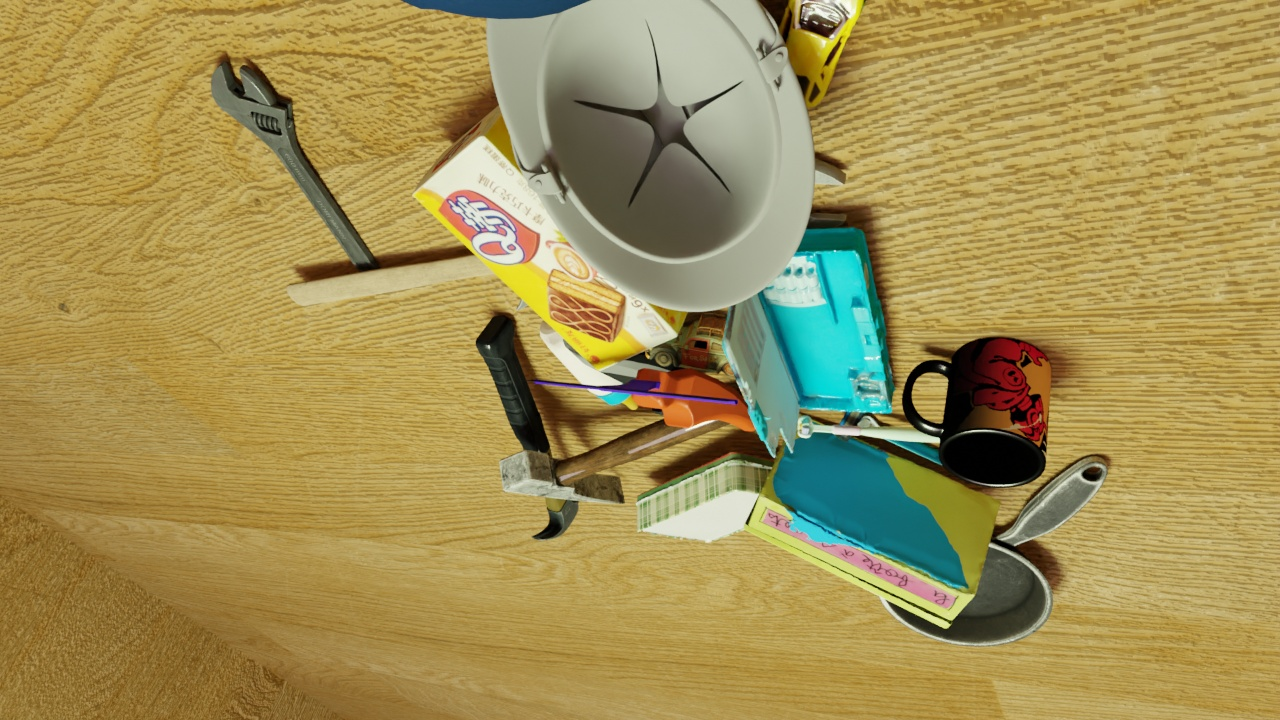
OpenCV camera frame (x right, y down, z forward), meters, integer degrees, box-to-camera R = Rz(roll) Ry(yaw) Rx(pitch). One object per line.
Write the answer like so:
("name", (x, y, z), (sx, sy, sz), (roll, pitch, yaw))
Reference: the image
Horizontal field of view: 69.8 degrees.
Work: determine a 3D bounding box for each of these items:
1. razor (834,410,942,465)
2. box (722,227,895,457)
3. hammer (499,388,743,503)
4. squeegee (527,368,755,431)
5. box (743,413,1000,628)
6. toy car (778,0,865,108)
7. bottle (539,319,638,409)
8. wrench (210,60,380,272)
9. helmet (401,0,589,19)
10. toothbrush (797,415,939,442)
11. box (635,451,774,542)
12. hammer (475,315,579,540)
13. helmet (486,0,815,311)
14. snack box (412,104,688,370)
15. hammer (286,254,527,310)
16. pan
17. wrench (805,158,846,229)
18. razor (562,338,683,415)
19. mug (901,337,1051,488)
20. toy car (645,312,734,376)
("razor", (0.263, 0.082, 0.911), (0.144, 0.022, 0.042), (23, 109, -8))
("box", (0.146, 0.008, 0.769), (0.098, 0.121, 0.227), (3, 146, 25))
("hammer", (0.025, 0.095, 1.011), (0.301, 0.037, 0.217), (-24, 156, 28))
("squeegee", (0.045, 0.035, 0.839), (0.184, 0.055, 0.250), (22, 168, -42))
("box", (0.228, 0.155, 0.914), (0.221, 0.124, 0.081), (22, 143, 12))
("toy car", (0.111, -0.210, 0.594), (0.049, 0.030, 0.107), (21, 144, 3))
("bottle", (-0.044, 0.004, 0.940), (0.051, 0.051, 0.146), (-10, 134, 37))
("wrench", (-0.319, -0.169, 0.886), (0.073, 0.018, 0.273), (4, 143, 23))
("helmet", (-0.050, -0.279, 0.427), (0.273, 0.232, 0.222), (-4, 177, 27))
("toothbrush", (0.229, 0.069, 0.885), (0.155, 0.022, 0.015), (4, 168, -1))
("box", (0.091, 0.162, 1.059), (0.117, 0.049, 0.206), (12, 153, -28))
("hammer", (-0.125, 0.088, 1.060), (0.025, 0.117, 0.333), (10, 138, 24))
("helmet", (0.011, -0.171, 0.629), (0.183, 0.117, 0.271), (-25, 104, 13))
("snack box", (-0.069, -0.098, 0.775), (0.110, 0.061, 0.230), (-23, 122, 43))
("hammer", (-0.241, -0.084, 0.933), (0.332, 0.030, 0.119), (-7, 137, 28))
("pan", (0.385, 0.202, 0.981), (0.187, 0.055, 0.358), (23, 133, 3))
("wrench", (0.040, -0.119, 0.761), (0.274, 0.018, 0.084), (-2, 139, 30))
("razor", (-0.005, 0.005, 0.897), (0.156, 0.060, 0.057), (32, -175, -28))
("mug", (0.281, 0.040, 0.775), (0.118, 0.098, 0.082), (14, 144, 10))
("toy car", (0.061, -0.018, 0.861), (0.112, 0.047, 0.047), (8, 121, 9))
